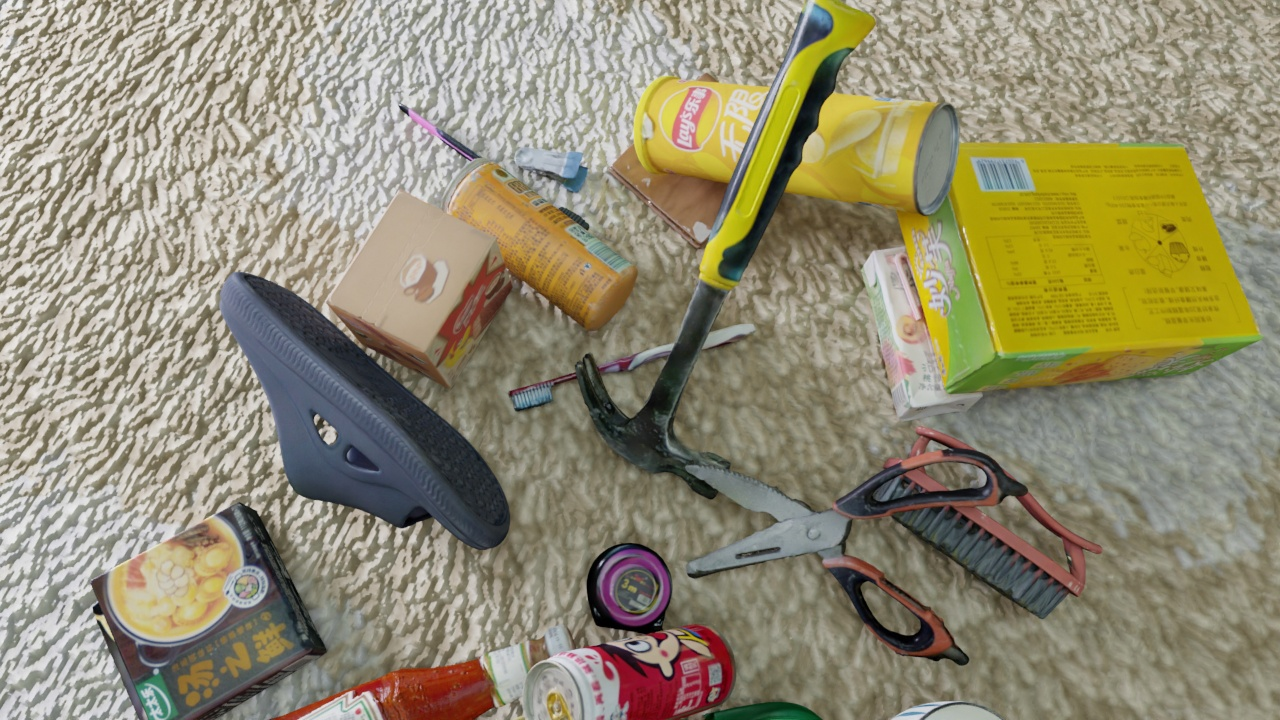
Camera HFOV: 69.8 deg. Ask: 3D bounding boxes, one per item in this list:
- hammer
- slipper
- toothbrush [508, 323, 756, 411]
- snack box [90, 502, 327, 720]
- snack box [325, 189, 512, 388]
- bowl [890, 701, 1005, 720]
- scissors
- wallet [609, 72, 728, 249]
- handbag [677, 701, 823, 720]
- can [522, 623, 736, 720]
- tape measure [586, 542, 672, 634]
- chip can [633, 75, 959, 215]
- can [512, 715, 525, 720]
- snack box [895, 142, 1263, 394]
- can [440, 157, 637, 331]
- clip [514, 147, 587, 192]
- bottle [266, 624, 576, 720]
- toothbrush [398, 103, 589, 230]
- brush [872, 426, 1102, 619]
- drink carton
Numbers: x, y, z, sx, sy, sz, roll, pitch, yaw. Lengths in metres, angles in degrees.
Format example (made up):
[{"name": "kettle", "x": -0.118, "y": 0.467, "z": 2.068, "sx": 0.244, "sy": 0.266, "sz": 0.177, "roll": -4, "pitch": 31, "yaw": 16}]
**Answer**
[{"name": "hammer", "x": 0.054, "y": -0.070, "z": 0.589, "sx": 0.126, "sy": 0.031, "sz": 0.324, "roll": 26, "pitch": 111, "yaw": 9}, {"name": "slipper", "x": -0.197, "y": 0.047, "z": 0.617, "sx": 0.268, "sy": 0.110, "sz": 0.083, "roll": 40, "pitch": 93, "yaw": 16}, {"name": "toothbrush", "x": -0.004, "y": 0.004, "z": 0.667, "sx": 0.187, "sy": 0.016, "sz": 0.017, "roll": -16, "pitch": 82, "yaw": -5}, {"name": "snack box", "x": -0.290, "y": 0.175, "z": 0.600, "sx": 0.125, "sy": 0.053, "sz": 0.113, "roll": -29, "pitch": 75, "yaw": -14}, {"name": "snack box", "x": -0.149, "y": -0.046, "z": 0.640, "sx": 0.077, "sy": 0.094, "sz": 0.092, "roll": 27, "pitch": 75, "yaw": 7}, {"name": "bowl", "x": 0.177, "y": 0.266, "z": 0.552, "sx": 0.116, "sy": 0.066, "sz": 0.116, "roll": 9, "pitch": 69, "yaw": -23}, {"name": "scissors", "x": 0.135, "y": 0.112, "z": 0.594, "sx": 0.225, "sy": 0.015, "sz": 0.189, "roll": 37, "pitch": 109, "yaw": 5}, {"name": "wallet", "x": 0.049, "y": -0.156, "z": 0.714, "sx": 0.101, "sy": 0.020, "sz": 0.115, "roll": 42, "pitch": 80, "yaw": 13}, {"name": "handbag", "x": 0.073, "y": 0.280, "z": 0.562, "sx": 0.120, "sy": 0.068, "sz": 0.131, "roll": -5, "pitch": 75, "yaw": 8}, {"name": "can", "x": -0.004, "y": 0.193, "z": 0.546, "sx": 0.053, "sy": 0.132, "sz": 0.053, "roll": -5, "pitch": 83, "yaw": 44}, {"name": "tape measure", "x": -0.008, "y": 0.151, "z": 0.610, "sx": 0.057, "sy": 0.039, "sz": 0.057, "roll": 9, "pitch": 79, "yaw": -7}, {"name": "chip can", "x": 0.099, "y": -0.148, "z": 0.621, "sx": 0.214, "sy": 0.072, "sz": 0.072, "roll": 16, "pitch": 72, "yaw": 33}, {"name": "can", "x": -0.087, "y": 0.257, "z": 0.554, "sx": 0.102, "sy": 0.083, "sz": 0.057, "roll": -29, "pitch": 75, "yaw": -8}, {"name": "snack box", "x": 0.296, "y": -0.066, "z": 0.634, "sx": 0.210, "sy": 0.070, "sz": 0.157, "roll": -4, "pitch": 70, "yaw": -16}, {"name": "can", "x": -0.074, "y": -0.085, "z": 0.671, "sx": 0.146, "sy": 0.058, "sz": 0.058, "roll": 38, "pitch": 77, "yaw": 10}, {"name": "clip", "x": -0.071, "y": -0.153, "z": 0.712, "sx": 0.058, "sy": 0.043, "sz": 0.026, "roll": 18, "pitch": 76, "yaw": 13}, {"name": "bottle", "x": -0.138, "y": 0.219, "z": 0.579, "sx": 0.206, "sy": 0.060, "sz": 0.059, "roll": -20, "pitch": 74, "yaw": -6}, {"name": "toothbrush", "x": -0.116, "y": -0.150, "z": 0.714, "sx": 0.189, "sy": 0.014, "sz": 0.017, "roll": 37, "pitch": 66, "yaw": 11}, {"name": "brush", "x": 0.231, "y": 0.107, "z": 0.611, "sx": 0.146, "sy": 0.063, "sz": 0.069, "roll": 35, "pitch": 90, "yaw": 9}, {"name": "drink carton", "x": 0.200, "y": -0.023, "z": 0.659, "sx": 0.053, "sy": 0.045, "sz": 0.122, "roll": -8, "pitch": 73, "yaw": -3}]
